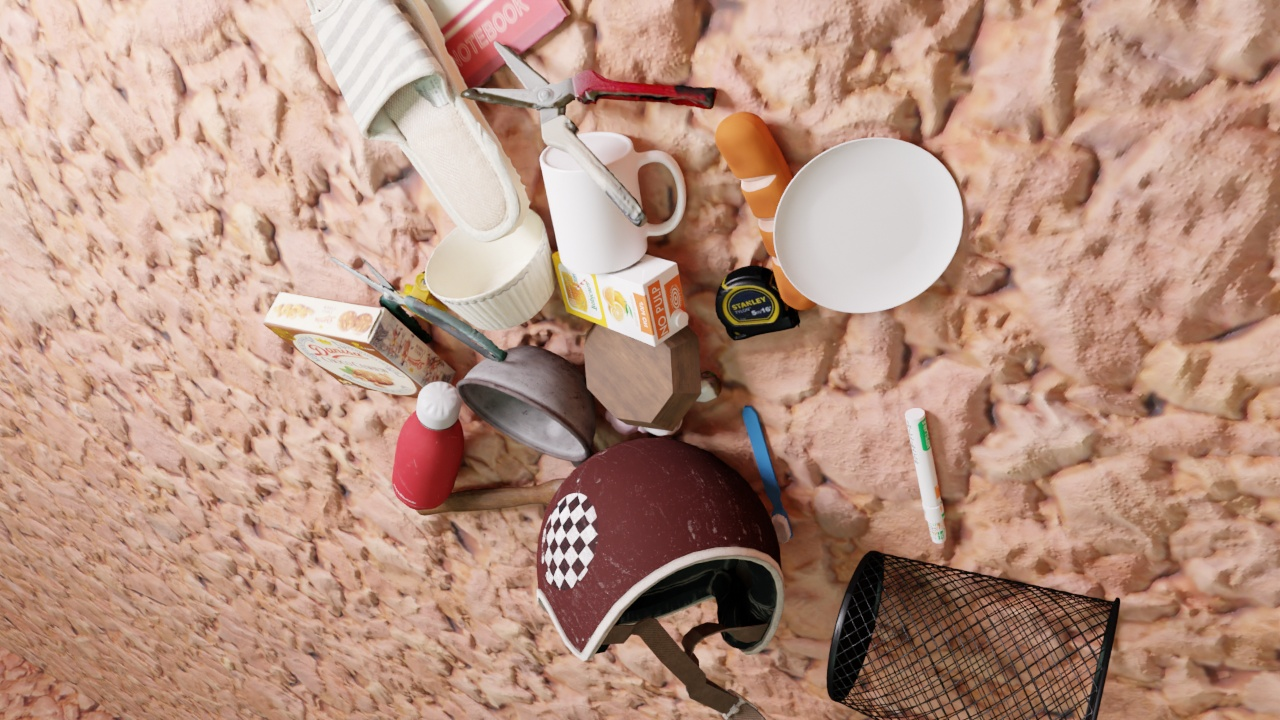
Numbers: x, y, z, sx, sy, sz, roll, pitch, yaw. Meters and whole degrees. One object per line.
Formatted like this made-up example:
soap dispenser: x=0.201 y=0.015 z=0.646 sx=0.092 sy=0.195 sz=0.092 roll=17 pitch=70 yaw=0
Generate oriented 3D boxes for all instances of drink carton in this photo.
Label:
drink carton: x=-0.016 y=-0.060 z=0.777 sx=0.123 sy=0.040 sz=0.059 roll=23 pitch=136 yaw=43

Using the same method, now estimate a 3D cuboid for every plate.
plate: x=-0.005 y=0.005 z=0.830 sx=0.131 sy=0.025 sz=0.131 roll=11 pitch=110 yaw=33
plate: x=0.165 y=-0.098 z=0.671 sx=0.134 sy=0.011 sz=0.135 roll=2 pitch=120 yaw=3

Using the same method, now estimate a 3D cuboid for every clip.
clip: x=-0.223 y=-0.066 z=0.931 sx=0.054 sy=0.046 sz=0.048 roll=31 pitch=160 yaw=6

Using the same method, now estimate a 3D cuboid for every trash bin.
trash bin: x=0.291 y=0.270 z=0.817 sx=0.210 sy=0.183 sz=0.184 roll=13 pitch=131 yaw=28

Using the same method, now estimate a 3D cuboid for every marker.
marker: x=0.252 y=0.104 z=0.806 sx=0.017 sy=0.017 sz=0.145 roll=-1 pitch=125 yaw=30

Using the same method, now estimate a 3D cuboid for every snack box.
snack box: x=-0.293 y=-0.012 z=0.965 sx=0.143 sy=0.041 sz=0.147 roll=9 pitch=156 yaw=25

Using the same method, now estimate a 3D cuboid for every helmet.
helmet: x=0.024 y=0.201 z=0.858 sx=0.233 sy=0.253 sz=0.234 roll=9 pitch=119 yaw=-30

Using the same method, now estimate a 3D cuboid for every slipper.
slipper: x=-0.186 y=-0.214 z=0.743 sx=0.115 sy=0.053 sz=0.273 roll=-17 pitch=111 yaw=43

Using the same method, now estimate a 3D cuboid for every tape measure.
tape measure: x=0.093 y=-0.049 z=0.759 sx=0.062 sy=0.034 sz=0.061 roll=-11 pitch=124 yaw=26

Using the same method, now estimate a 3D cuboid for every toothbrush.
toothbrush: x=0.123 y=0.114 z=0.891 sx=0.016 sy=0.014 sz=0.167 roll=-1 pitch=125 yaw=30

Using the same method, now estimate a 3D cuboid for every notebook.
notebook: x=-0.169 y=-0.286 z=0.729 sx=0.209 sy=0.012 sz=0.153 roll=-21 pitch=114 yaw=40

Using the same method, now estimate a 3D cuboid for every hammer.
hammer: x=-0.150 y=0.161 z=1.075 sx=0.324 sy=0.033 sz=0.115 roll=-11 pitch=118 yaw=36

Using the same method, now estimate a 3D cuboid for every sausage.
sausage: x=0.103 y=-0.112 z=0.695 sx=0.039 sy=0.044 sz=0.164 roll=14 pitch=137 yaw=55

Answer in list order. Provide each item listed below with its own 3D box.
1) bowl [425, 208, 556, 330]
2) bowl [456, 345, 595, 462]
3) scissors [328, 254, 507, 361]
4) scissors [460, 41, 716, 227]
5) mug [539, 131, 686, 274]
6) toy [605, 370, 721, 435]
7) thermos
bowl: x=-0.126 y=-0.076 z=0.816 sx=0.115 sy=0.115 sz=0.062 roll=2 pitch=142 yaw=28
bowl: x=-0.100 y=0.034 z=0.897 sx=0.145 sy=0.067 sz=0.145 roll=24 pitch=158 yaw=10
scissors: x=-0.210 y=-0.038 z=0.890 sx=0.202 sy=0.015 sz=0.205 roll=32 pitch=165 yaw=6
scissors: x=-0.037 y=-0.177 z=0.685 sx=0.198 sy=0.179 sz=0.015 roll=-11 pitch=164 yaw=5
mug: x=-0.018 y=-0.130 z=0.739 sx=0.110 sy=0.073 sz=0.091 roll=-7 pitch=126 yaw=3
toy: x=0.014 y=0.032 z=0.866 sx=0.123 sy=0.037 sz=0.079 roll=-37 pitch=95 yaw=31
thermos: x=-0.229 y=0.092 z=1.003 sx=0.073 sy=0.073 sz=0.241 roll=33 pitch=147 yaw=2
